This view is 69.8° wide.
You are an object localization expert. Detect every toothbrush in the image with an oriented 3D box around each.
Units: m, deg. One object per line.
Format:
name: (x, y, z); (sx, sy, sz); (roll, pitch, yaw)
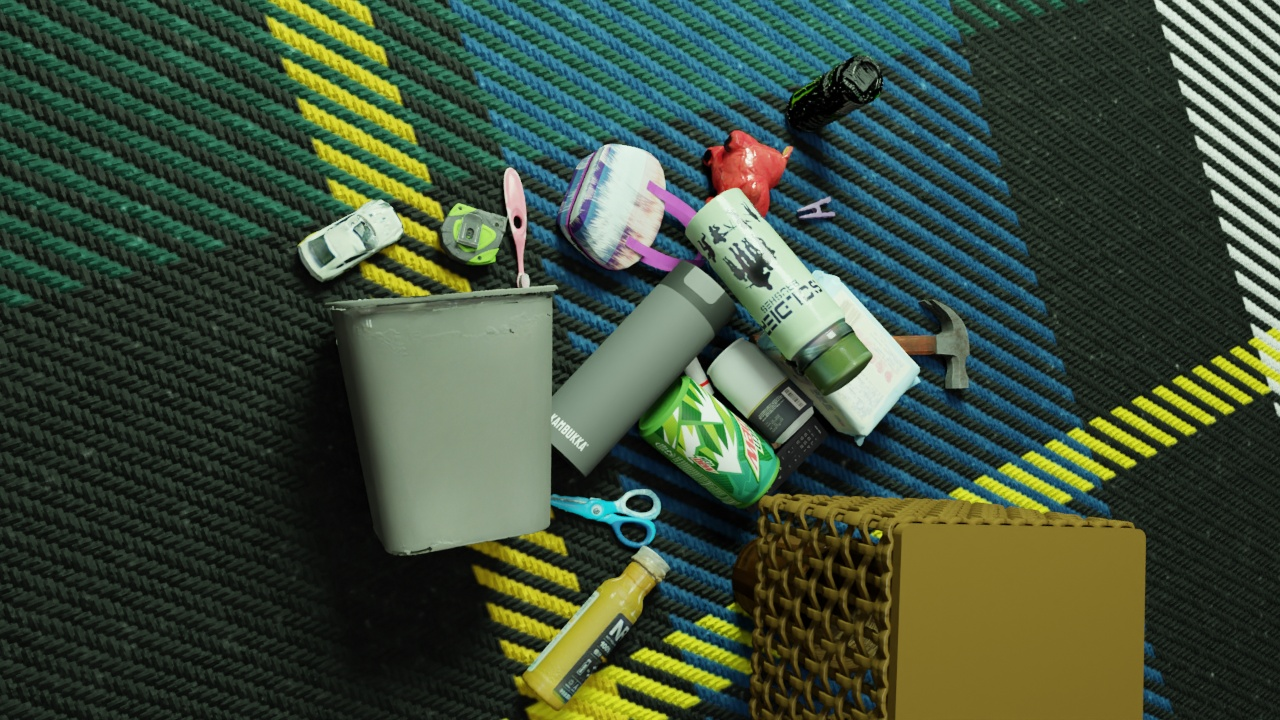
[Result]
toothbrush: (-0.129, -0.137, 0.969); (0.021, 0.016, 0.135); (-6, 90, -24)

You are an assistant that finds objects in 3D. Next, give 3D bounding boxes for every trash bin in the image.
trash bin: (-0.179, 0.047, 0.856); (0.197, 0.198, 0.220); (-7, 95, -22)

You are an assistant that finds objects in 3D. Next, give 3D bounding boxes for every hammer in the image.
hammer: (0.267, -0.017, 1.106); (0.300, 0.028, 0.111); (-2, 89, -20)

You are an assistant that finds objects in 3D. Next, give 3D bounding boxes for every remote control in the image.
remote control: (0.163, 0.121, 1.066); (0.136, 0.015, 0.032); (-43, 102, -14)

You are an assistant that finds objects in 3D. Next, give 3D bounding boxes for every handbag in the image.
handbag: (0.003, -0.151, 1.001); (0.170, 0.068, 0.144); (25, 78, -24)

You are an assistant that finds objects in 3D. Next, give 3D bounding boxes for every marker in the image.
marker: (0.058, 0.009, 1.030); (0.019, 0.019, 0.145); (-30, 98, -19)

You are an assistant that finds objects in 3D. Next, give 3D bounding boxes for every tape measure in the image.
tape measure: (-0.173, -0.128, 0.942); (0.065, 0.036, 0.058); (12, 84, -20)

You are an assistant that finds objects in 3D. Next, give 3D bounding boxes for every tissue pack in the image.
tissue pack: (0.228, 0.000, 1.040); (0.182, 0.070, 0.112); (45, 75, -16)

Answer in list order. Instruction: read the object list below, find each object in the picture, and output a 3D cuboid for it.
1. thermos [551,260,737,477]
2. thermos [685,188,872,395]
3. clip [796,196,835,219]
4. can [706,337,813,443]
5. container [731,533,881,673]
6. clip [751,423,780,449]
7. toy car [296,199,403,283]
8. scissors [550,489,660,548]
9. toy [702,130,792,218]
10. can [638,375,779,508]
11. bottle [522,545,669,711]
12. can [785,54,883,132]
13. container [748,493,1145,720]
thermos: (-0.006, 0.006, 0.959); (0.082, 0.082, 0.240); (45, 80, -13)
thermos: (0.143, -0.067, 0.956); (0.082, 0.082, 0.231); (-34, 78, -19)
clip: (0.214, -0.176, 1.102); (0.052, 0.014, 0.041); (-41, 103, -21)
can: (0.128, 0.030, 1.016); (0.064, 0.064, 0.127); (-40, 76, -18)
container: (0.181, 0.247, 0.985); (0.132, 0.167, 0.132); (1, 87, -21)
clip: (0.150, 0.071, 1.061); (0.039, 0.024, 0.060); (-39, 108, -15)
toy car: (-0.284, -0.120, 0.903); (0.105, 0.033, 0.048); (-35, 98, -19)
scissors: (-0.042, 0.162, 0.990); (0.134, 0.015, 0.066); (16, 84, -22)
toy: (0.130, -0.186, 1.038); (0.094, 0.088, 0.133); (1, 88, -32)
can: (0.075, 0.090, 0.998); (0.144, 0.083, 0.083); (40, 75, -15)
bottle: (-0.042, 0.277, 0.961); (0.053, 0.053, 0.185); (47, 73, -12)
can: (0.218, -0.300, 1.041); (0.054, 0.138, 0.054); (1, 87, -21)
container: (0.261, 0.240, 0.809); (0.251, 0.214, 0.219); (5, 86, -20)
